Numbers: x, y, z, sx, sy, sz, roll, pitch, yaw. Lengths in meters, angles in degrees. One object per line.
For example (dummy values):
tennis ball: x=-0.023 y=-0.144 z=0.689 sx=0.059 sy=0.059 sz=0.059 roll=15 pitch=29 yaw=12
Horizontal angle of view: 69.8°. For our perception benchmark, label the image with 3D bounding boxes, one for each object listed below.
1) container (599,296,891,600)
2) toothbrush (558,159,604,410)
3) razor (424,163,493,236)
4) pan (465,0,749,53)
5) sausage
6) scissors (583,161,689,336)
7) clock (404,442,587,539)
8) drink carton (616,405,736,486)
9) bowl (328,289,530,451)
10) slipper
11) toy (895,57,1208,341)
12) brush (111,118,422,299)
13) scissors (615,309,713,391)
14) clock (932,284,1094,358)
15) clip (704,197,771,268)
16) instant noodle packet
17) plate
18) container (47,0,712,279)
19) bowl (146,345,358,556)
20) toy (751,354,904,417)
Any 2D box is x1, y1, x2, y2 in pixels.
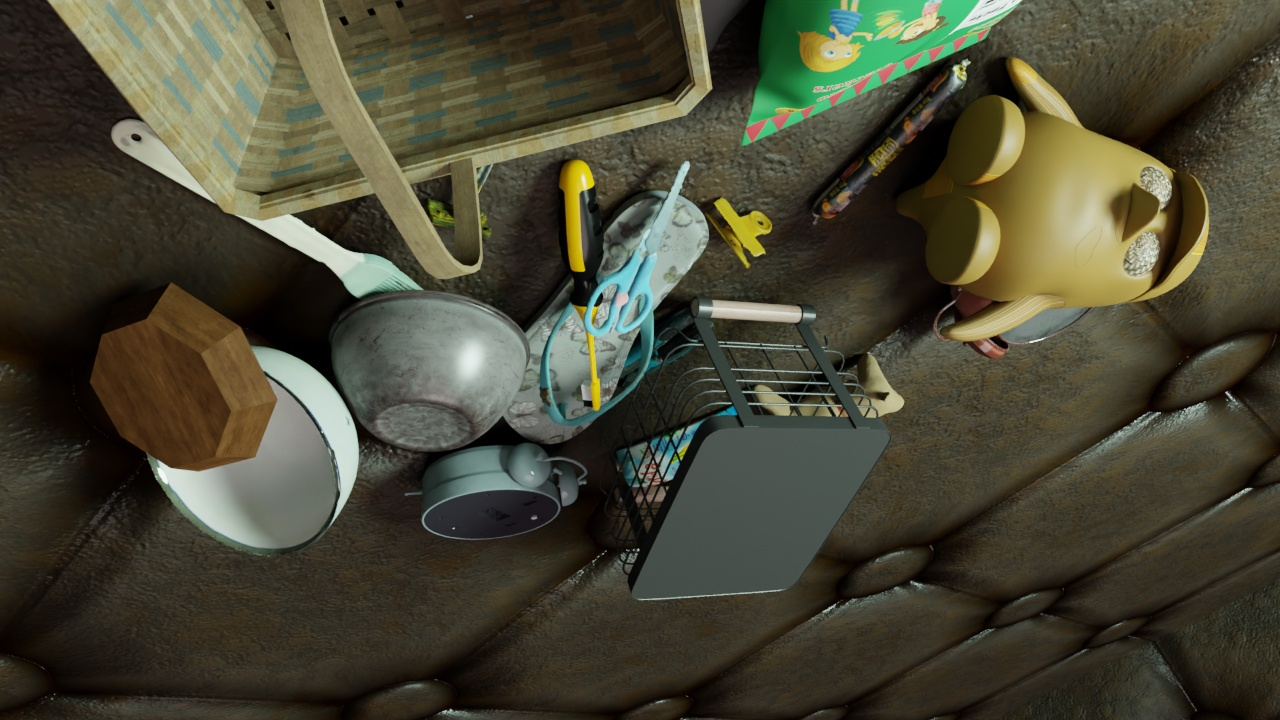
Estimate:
container: x=0.074 y=0.082 z=0.766 sx=0.162 sy=0.130 sz=0.242 roll=2 pitch=131 yaw=-23
toothbrush: x=-0.038 y=-0.046 z=0.647 sx=0.031 sy=0.031 sz=0.197 roll=5 pitch=123 yaw=13
razor: x=-0.096 y=-0.125 z=0.571 sx=0.042 sy=0.026 sz=0.106 roll=11 pitch=130 yaw=-31
pan: x=0.054 y=-0.261 z=0.462 sx=0.355 sy=0.024 sz=0.216 roll=-28 pitch=143 yaw=10
sausage: x=0.176 y=-0.153 z=0.657 sx=0.020 sy=0.020 sz=0.156 roll=15 pitch=131 yaw=-38
scissors: x=0.007 y=-0.075 z=0.635 sx=0.063 sy=0.015 sz=0.139 roll=9 pitch=119 yaw=-46
clock: x=-0.124 y=0.116 z=0.822 sx=0.159 sy=0.045 sz=0.122 roll=-21 pitch=149 yaw=18
drink carton: x=0.040 y=0.087 z=0.884 sx=0.129 sy=0.038 sz=0.044 roll=-21 pitch=143 yaw=2
bowl: x=-0.153 y=0.019 z=0.660 sx=0.145 sy=0.067 sz=0.145 roll=-2 pitch=147 yaw=-1
slipper: x=-0.040 y=-0.014 z=0.703 sx=0.098 sy=0.054 sz=0.270 roll=17 pitch=129 yaw=-21
toy: x=0.312 y=-0.100 z=0.657 sx=0.203 sy=0.162 sz=0.199 roll=9 pitch=97 yaw=-13
brush: x=-0.223 y=-0.084 z=0.575 sx=0.033 sy=0.012 sz=0.217 roll=-34 pitch=140 yaw=19
scissors: x=0.001 y=0.005 z=0.780 sx=0.137 sy=0.019 sz=0.130 roll=-6 pitch=142 yaw=-14
clock: x=0.322 y=-0.065 z=0.789 sx=0.158 sy=0.072 sz=0.120 roll=-25 pitch=143 yaw=7
clip: x=0.072 y=-0.091 z=0.677 sx=0.039 sy=0.053 sz=0.047 roll=-44 pitch=166 yaw=31
instant noodle packet: x=0.151 y=-0.231 z=0.467 sx=0.195 sy=0.090 sz=0.253 roll=-27 pitch=157 yaw=-16
plate: x=-0.300 y=0.018 z=0.589 sx=0.131 sy=0.025 sz=0.131 roll=6 pitch=114 yaw=14
container: x=-0.100 y=-0.137 z=0.388 sx=0.250 sy=0.186 sz=0.158 roll=-12 pitch=144 yaw=7
bowl: x=-0.264 y=0.055 z=0.650 sx=0.153 sy=0.072 sz=0.153 roll=6 pitch=113 yaw=14
toy: x=0.187 y=0.049 z=0.864 sx=0.108 sy=0.134 sz=0.105 roll=-35 pitch=-178 yaw=17
